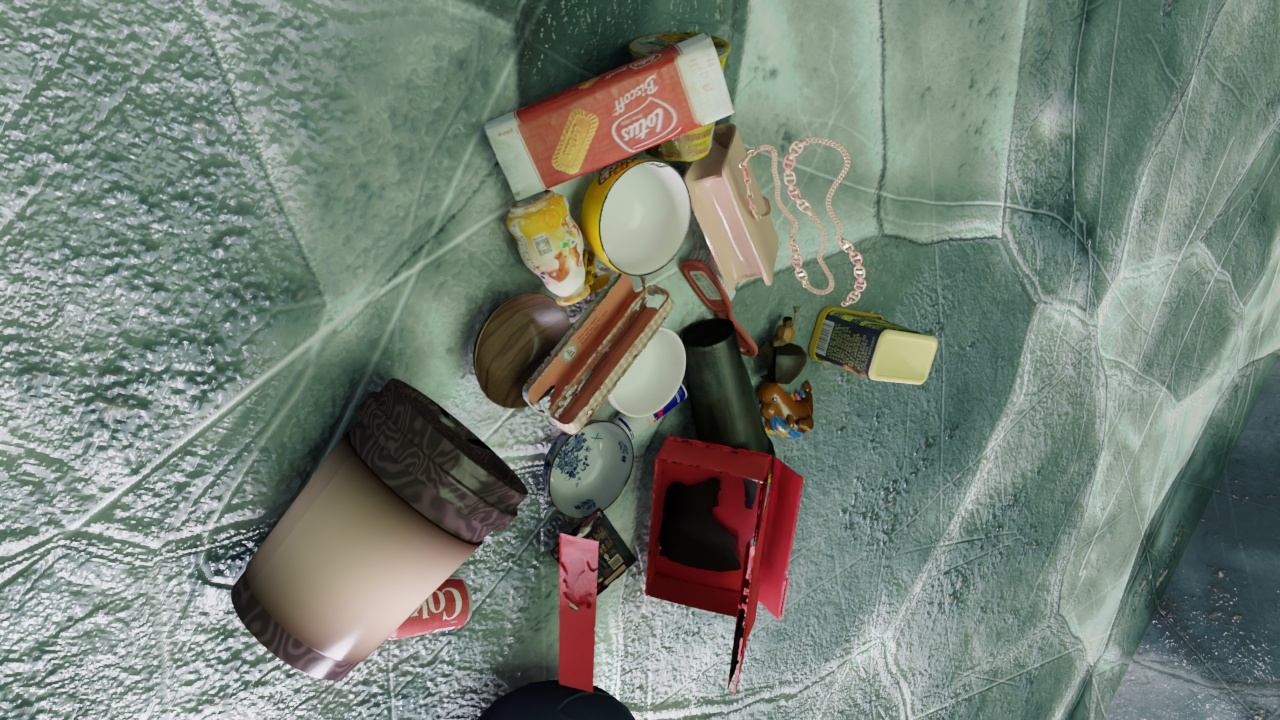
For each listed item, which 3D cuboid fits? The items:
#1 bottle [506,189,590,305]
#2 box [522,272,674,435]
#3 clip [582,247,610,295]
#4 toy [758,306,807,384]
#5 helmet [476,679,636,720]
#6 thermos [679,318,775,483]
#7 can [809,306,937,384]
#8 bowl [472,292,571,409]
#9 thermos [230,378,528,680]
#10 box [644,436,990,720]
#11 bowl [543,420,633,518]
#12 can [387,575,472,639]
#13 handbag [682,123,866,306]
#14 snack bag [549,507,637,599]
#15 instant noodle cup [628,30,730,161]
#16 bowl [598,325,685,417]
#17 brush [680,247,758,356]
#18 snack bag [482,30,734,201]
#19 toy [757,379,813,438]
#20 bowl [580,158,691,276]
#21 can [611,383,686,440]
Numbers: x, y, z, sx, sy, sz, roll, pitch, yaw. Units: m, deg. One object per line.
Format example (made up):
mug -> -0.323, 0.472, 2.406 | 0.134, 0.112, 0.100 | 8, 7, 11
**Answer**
bottle -> -0.085, -0.107, 0.887 | 0.063, 0.063, 0.109 | -33, 117, -24
box -> -0.039, -0.013, 0.938 | 0.078, 0.054, 0.186 | 39, 73, -9
clip -> -0.054, -0.089, 0.944 | 0.045, 0.054, 0.048 | 45, 52, -21
toy -> 0.180, -0.019, 1.153 | 0.076, 0.063, 0.100 | -23, 123, -75
helmet -> -0.081, 0.484, 1.032 | 0.272, 0.233, 0.222 | 53, 33, -18
thermos -> 0.103, 0.062, 1.098 | 0.098, 0.098, 0.221 | -30, 121, -27
can -> 0.312, -0.018, 1.224 | 0.135, 0.104, 0.075 | 5, 104, -40
bowl -> -0.124, -0.013, 0.918 | 0.119, 0.032, 0.119 | -19, 118, -39
thermos -> -0.235, 0.153, 0.818 | 0.226, 0.173, 0.172 | -49, 131, -3
box -> 0.180, 0.243, 1.024 | 0.107, 0.410, 0.212 | -26, 130, -45
bowl -> -0.066, 0.113, 1.013 | 0.114, 0.045, 0.114 | -16, 117, -34
can -> -0.225, 0.252, 0.936 | 0.096, 0.054, 0.054 | 2, 107, -39
handbag -> 0.157, -0.165, 0.983 | 0.199, 0.188, 0.116 | 63, 34, -33
snack bag -> -0.051, 0.226, 1.057 | 0.074, 0.018, 0.155 | -40, 146, -11
instant noodle cup -> 0.039, -0.262, 0.915 | 0.102, 0.102, 0.108 | -24, 130, -30
bowl -> -0.006, 0.006, 1.012 | 0.104, 0.054, 0.105 | -18, 119, -35
brush -> 0.100, -0.067, 1.080 | 0.172, 0.041, 0.030 | 53, 55, -39
snack bag -> -0.027, -0.223, 0.845 | 0.225, 0.041, 0.077 | -21, 124, 4
toy -> 0.193, 0.050, 1.205 | 0.090, 0.071, 0.102 | 49, 52, -27
bowl -> -0.013, -0.149, 0.932 | 0.117, 0.068, 0.117 | -16, 118, -34
can -> 0.009, 0.056, 1.058 | 0.095, 0.032, 0.032 | -37, 127, -22
